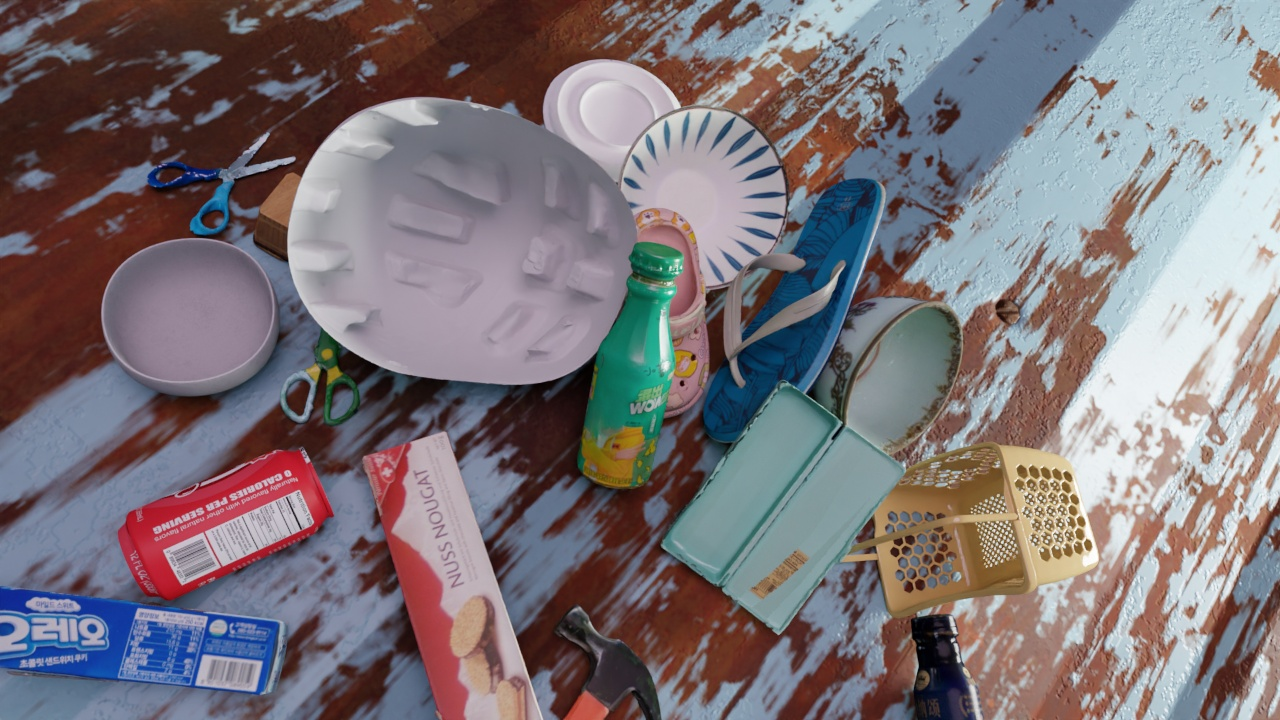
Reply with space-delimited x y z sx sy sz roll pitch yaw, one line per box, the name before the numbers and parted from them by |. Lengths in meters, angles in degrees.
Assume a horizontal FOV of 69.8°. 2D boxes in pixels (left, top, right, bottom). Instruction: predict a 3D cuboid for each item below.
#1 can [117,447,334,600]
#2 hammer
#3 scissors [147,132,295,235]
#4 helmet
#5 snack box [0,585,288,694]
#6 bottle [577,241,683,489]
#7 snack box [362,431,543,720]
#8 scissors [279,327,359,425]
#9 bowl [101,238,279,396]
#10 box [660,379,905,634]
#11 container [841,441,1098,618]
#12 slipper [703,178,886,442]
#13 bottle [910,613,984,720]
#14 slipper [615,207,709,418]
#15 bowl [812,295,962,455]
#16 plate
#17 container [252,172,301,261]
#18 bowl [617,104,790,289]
can | -0.320 0.125 0.715 0.142 0.075 0.074 -24 77 -22
hammer | -0.108 0.360 0.707 0.133 0.033 0.332 42 66 3
scissors | -0.391 -0.179 0.850 0.104 0.015 0.133 30 63 -1
helmet | -0.153 -0.097 0.759 0.281 0.184 0.224 1 105 -47
snack box | -0.382 0.206 0.677 0.226 0.060 0.059 9 71 -11
bottle | -0.005 0.005 0.784 0.068 0.068 0.210 7 111 -12
snack box | -0.149 0.191 0.734 0.076 0.044 0.272 -17 68 -14
scissors | -0.284 -0.004 0.812 0.070 0.014 0.130 1 70 -15
bowl | -0.371 -0.031 0.769 0.131 0.064 0.131 5 68 -13
box | 0.123 0.128 0.805 0.136 0.033 0.187 37 98 1
container | 0.271 0.150 0.805 0.166 0.184 0.129 1 69 -22
slipper | 0.140 -0.057 0.858 0.060 0.118 0.294 37 77 -39
bottle | 0.273 0.308 0.812 0.056 0.056 0.160 1 69 -15
slipper | 0.026 -0.043 0.843 0.093 0.081 0.197 -2 94 -15
bowl | 0.222 0.003 0.886 0.159 0.160 0.094 -29 39 -23
plate | -0.025 -0.260 0.979 0.157 0.014 0.156 5 68 -13
container | -0.288 -0.116 0.826 0.114 0.061 0.063 29 65 -3
bowl | 0.054 -0.160 0.917 0.177 0.071 0.177 -2 97 -16
